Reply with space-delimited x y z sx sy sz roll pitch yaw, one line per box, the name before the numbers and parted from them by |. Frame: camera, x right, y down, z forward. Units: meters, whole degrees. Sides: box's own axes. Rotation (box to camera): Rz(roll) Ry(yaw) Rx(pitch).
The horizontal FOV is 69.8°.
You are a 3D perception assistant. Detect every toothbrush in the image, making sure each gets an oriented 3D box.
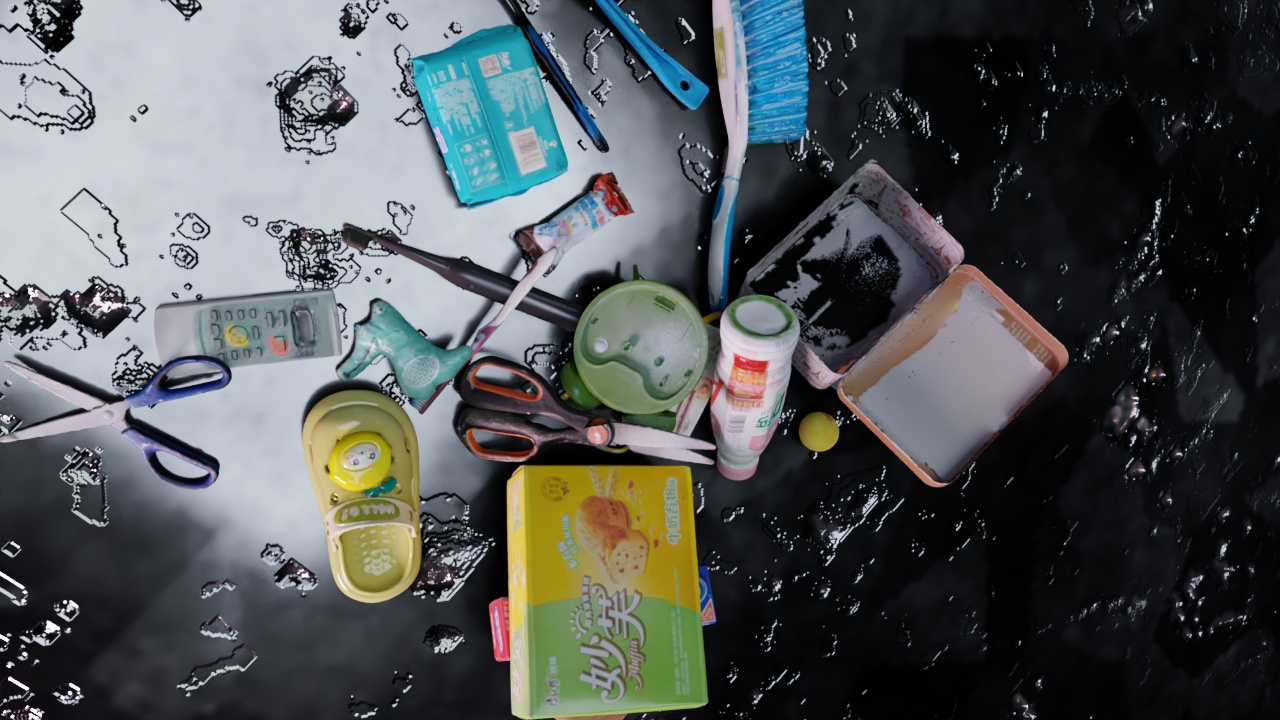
toothbrush | -0.147 -0.071 0.777 0.212 0.026 0.027 20 71 -24
toothbrush | -0.133 -0.027 0.778 0.017 0.016 0.188 39 98 -14
toothbrush | -0.080 -0.255 0.777 0.014 0.016 0.189 -44 116 -19

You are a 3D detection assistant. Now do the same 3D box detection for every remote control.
remote control | -0.308 -0.023 0.725 0.135 0.019 0.056 -8 104 -21

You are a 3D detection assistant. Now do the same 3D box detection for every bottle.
bottle | 0.099 0.033 0.840 0.068 0.068 0.197 -17 137 -19

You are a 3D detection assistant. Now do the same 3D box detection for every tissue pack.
tissue pack | -0.122 -0.199 0.748 0.093 0.050 0.133 -22 108 -15

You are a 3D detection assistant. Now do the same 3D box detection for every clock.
clock | -0.005 0.005 0.810 0.116 0.056 0.161 29 91 9

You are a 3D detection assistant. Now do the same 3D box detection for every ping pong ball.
ping pong ball | 0.181 0.072 0.931 0.040 0.040 0.040 -4 102 -21

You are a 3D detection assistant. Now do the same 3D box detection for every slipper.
slipper | -0.220 0.120 0.758 0.091 0.082 0.191 -10 107 -23

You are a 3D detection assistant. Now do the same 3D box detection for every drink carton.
drink carton | 0.039 0.021 0.861 0.053 0.045 0.122 27 90 -26

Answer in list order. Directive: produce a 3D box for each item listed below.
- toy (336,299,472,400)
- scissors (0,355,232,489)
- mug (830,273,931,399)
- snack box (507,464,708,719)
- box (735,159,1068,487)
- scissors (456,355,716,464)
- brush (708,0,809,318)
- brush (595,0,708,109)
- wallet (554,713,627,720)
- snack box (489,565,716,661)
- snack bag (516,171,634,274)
toy | -0.202 -0.005 0.762 0.096 0.030 0.092 -44 92 -1
scissors | -0.388 0.042 0.699 0.174 0.012 0.162 -31 118 -1
mug | 0.241 -0.022 0.920 0.078 0.078 0.122 31 84 -24
snack box | -0.031 0.197 0.800 0.157 0.070 0.209 2 72 -19
box | 0.237 -0.031 0.844 0.176 0.082 0.259 -43 80 -9
scissors | -0.048 0.045 0.779 0.235 0.021 0.148 -11 106 14
brush | 0.100 -0.199 0.842 0.109 0.060 0.315 -12 107 -14
brush | -0.033 -0.307 0.773 0.254 0.046 0.083 40 80 -28
wallet | -0.040 0.312 0.903 0.115 0.020 0.101 -49 115 -10
snack box | -0.033 0.234 0.858 0.207 0.057 0.058 -4 72 -21
snack bag | -0.056 -0.121 0.804 0.105 0.026 0.045 -37 115 -9
